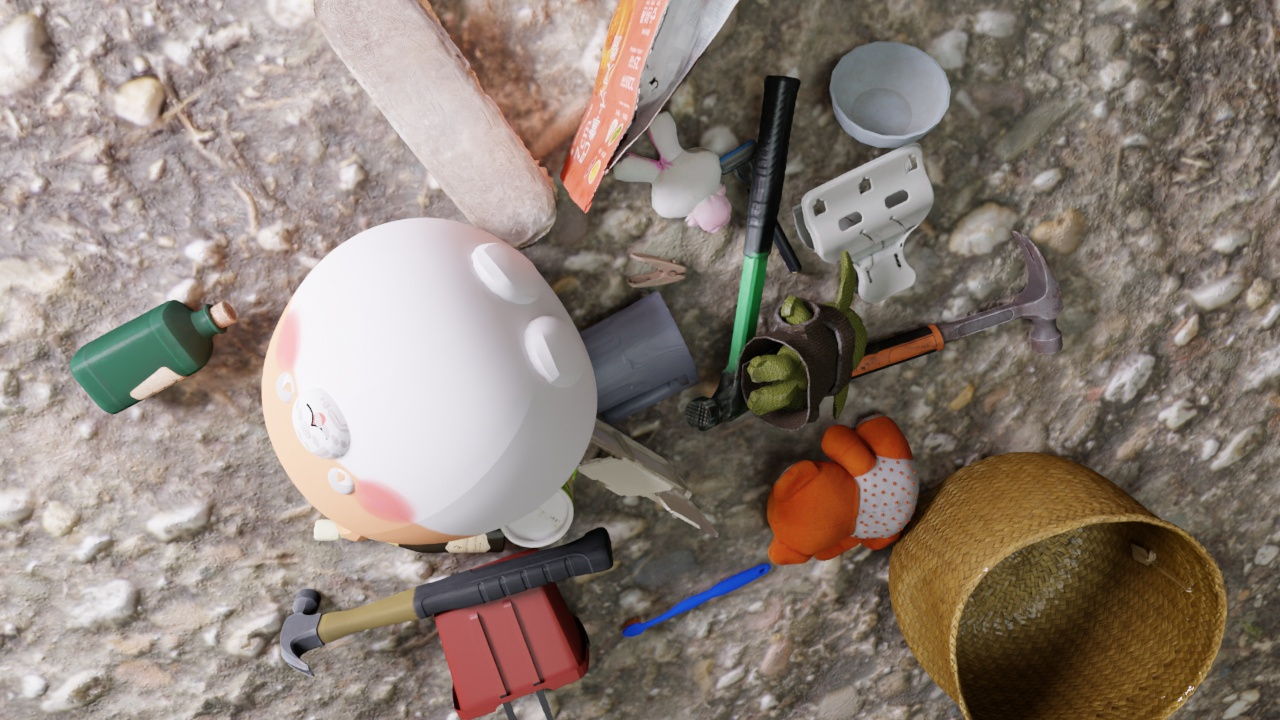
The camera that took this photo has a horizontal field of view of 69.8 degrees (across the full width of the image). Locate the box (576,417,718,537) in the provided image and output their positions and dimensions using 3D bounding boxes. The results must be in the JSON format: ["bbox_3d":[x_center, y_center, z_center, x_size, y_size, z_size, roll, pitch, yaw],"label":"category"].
[{"bbox_3d":[-0.005,0.102,0.862,0.143,0.184,0.050,32,95,-25],"label":"box"}]

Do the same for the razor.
[{"bbox_3d":[0.120,-0.143,0.881,0.043,0.022,0.144,-28,119,10],"label":"razor"}]

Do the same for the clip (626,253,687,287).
[{"bbox_3d":[0.014,-0.080,0.881,0.060,0.024,0.041,13,107,-20],"label":"clip"}]

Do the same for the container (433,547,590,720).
[{"bbox_3d":[-0.124,0.315,0.950,0.148,0.127,0.201,-19,103,-4],"label":"container"}]

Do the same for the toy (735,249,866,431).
[{"bbox_3d":[0.153,-0.002,0.859,0.152,0.078,0.180,-32,130,-41],"label":"toy"}]

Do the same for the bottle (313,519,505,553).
[{"bbox_3d":[-0.229,0.169,0.916,0.184,0.045,0.045,2,110,-12],"label":"bottle"}]

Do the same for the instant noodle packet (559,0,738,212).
[{"bbox_3d":[-0.005,-0.232,0.743,0.084,0.164,0.221,28,102,-22],"label":"instant noodle packet"}]

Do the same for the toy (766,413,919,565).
[{"bbox_3d":[0.209,0.147,0.978,0.172,0.093,0.164,-11,116,-21],"label":"toy"}]

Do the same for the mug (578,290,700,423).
[{"bbox_3d":[-0.005,0.005,0.888,0.104,0.083,0.124,-26,140,0],"label":"mug"}]

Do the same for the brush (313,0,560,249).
[{"bbox_3d":[-0.165,-0.211,0.777,0.083,0.056,0.271,-35,113,7],"label":"brush"}]

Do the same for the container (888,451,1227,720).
[{"bbox_3d":[0.435,0.253,1.001,0.307,0.196,0.307,-3,111,-8],"label":"container"}]

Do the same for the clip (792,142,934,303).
[{"bbox_3d":[0.218,-0.133,0.894,0.126,0.095,0.152,-24,134,0],"label":"clip"}]

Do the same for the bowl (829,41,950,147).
[{"bbox_3d":[0.223,-0.235,0.835,0.106,0.039,0.106,-1,69,2],"label":"bowl"}]

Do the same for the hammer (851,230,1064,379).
[{"bbox_3d":[0.284,-0.029,0.949,0.314,0.035,0.138,-18,113,-3],"label":"hammer"}]

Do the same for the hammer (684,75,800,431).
[{"bbox_3d":[0.107,-0.096,0.846,0.130,0.032,0.319,-19,122,-47],"label":"hammer"}]

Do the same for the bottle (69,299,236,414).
[{"bbox_3d":[-0.416,-0.013,0.800,0.131,0.061,0.061,-28,116,0],"label":"bottle"}]

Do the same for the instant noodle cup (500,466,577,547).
[{"bbox_3d":[-0.106,0.123,0.890,0.099,0.108,0.099,-3,111,-9],"label":"instant noodle cup"}]

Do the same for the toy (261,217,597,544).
[{"bbox_3d":[-0.181,0.026,0.756,0.281,0.265,0.262,-33,86,21],"label":"toy"}]

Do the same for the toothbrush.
[{"bbox_3d":[0.063,0.268,1.031,0.182,0.018,0.016,-24,113,-4],"label":"toothbrush"}]

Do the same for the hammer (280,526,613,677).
[{"bbox_3d":[-0.189,0.227,0.887,0.333,0.117,0.025,-16,116,2],"label":"hammer"}]

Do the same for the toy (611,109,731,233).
[{"bbox_3d":[0.036,-0.167,0.843,0.122,0.038,0.079,43,102,-12],"label":"toy"}]
